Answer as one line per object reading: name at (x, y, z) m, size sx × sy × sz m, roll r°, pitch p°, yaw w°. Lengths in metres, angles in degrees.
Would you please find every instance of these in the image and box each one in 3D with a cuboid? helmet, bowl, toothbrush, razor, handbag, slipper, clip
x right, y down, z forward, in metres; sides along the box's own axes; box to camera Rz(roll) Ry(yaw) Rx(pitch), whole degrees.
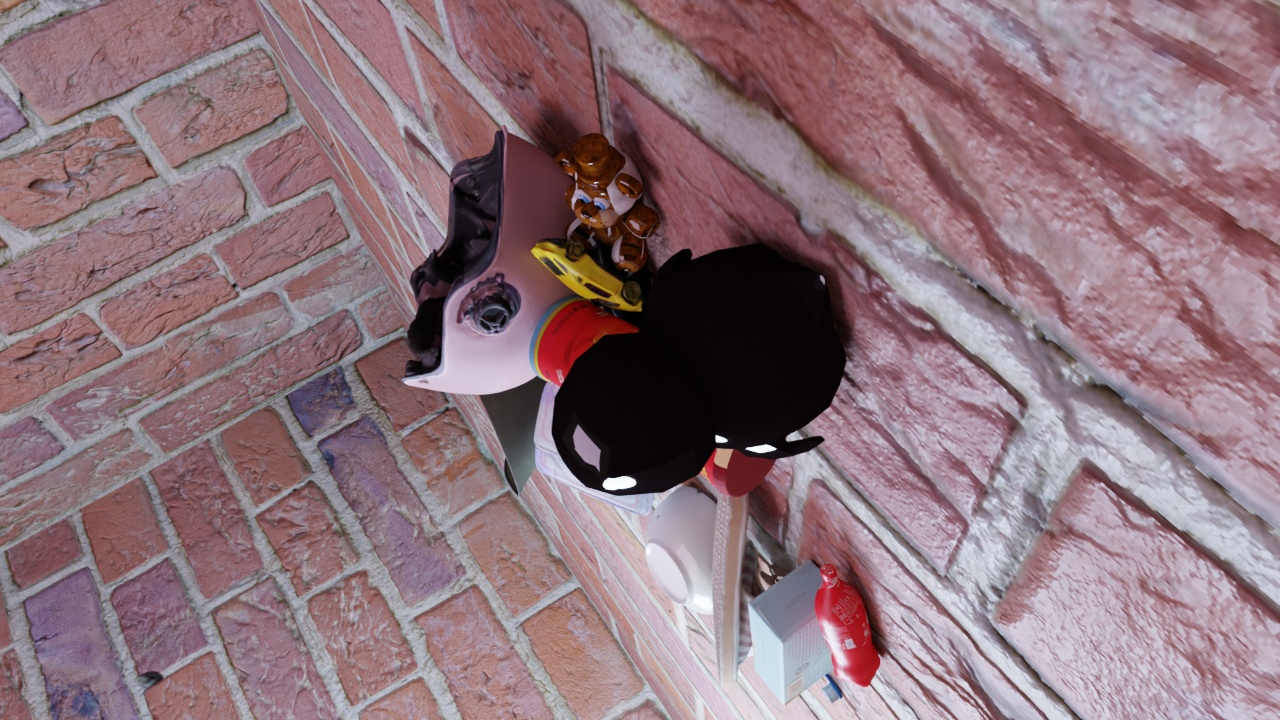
helmet at (-0.123, -0.082, 0.858) m, size 0.229 × 0.152 × 0.256 m, roll -108°, pitch 39°, yaw -59°
bowl at (0.057, 0.228, 1.059) m, size 0.153 × 0.072 × 0.154 m, roll 43°, pitch 148°, yaw 37°
toothbrush at (0.178, 0.315, 1.005) m, size 0.135 × 0.017 × 0.022 m, roll 57°, pitch 162°, yaw 6°
razor at (-0.004, -0.052, 0.818) m, size 0.064 × 0.052 × 0.141 m, roll 21°, pitch 140°, yaw 46°
handbag at (-0.043, 0.094, 1.039) m, size 0.159 × 0.069 × 0.127 m, roll 22°, pitch 128°, yaw 22°
slipper at (0.101, 0.218, 0.927) m, size 0.114 × 0.052 × 0.263 m, roll -89°, pitch -2°, yaw -58°
clip at (0.143, 0.226, 0.945) m, size 0.026 × 0.050 × 0.060 m, roll 58°, pitch -154°, yaw -2°
helmet at (-0.143, 0.033, 1.203) m, size 0.268 × 0.153 × 0.227 m, roll 41°, pitch 152°, yaw 59°

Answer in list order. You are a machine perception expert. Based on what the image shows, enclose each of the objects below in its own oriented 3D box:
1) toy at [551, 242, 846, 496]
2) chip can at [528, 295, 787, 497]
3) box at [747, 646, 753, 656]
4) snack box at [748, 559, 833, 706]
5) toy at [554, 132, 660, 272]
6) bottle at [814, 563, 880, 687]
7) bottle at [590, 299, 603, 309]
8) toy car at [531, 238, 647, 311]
toy at (0.030, 0.012, 0.582) m, size 0.159 × 0.183 × 0.140 m, roll 56°, pitch 164°, yaw 10°
chip can at (0.011, 0.023, 0.748) m, size 0.213 × 0.086 × 0.087 m, roll 29°, pitch 150°, yaw 32°
box at (0.094, 0.280, 1.160) m, size 0.197 × 0.044 × 0.136 m, roll 59°, pitch 165°, yaw 10°
snack box at (0.152, 0.268, 0.892) m, size 0.053 × 0.075 × 0.175 m, roll 48°, pitch 162°, yaw 35°
toy at (-0.028, -0.128, 0.724) m, size 0.087 × 0.067 × 0.113 m, roll 25°, pitch 164°, yaw 22°
bottle at (0.178, 0.230, 0.800) m, size 0.042 × 0.041 × 0.142 m, roll 36°, pitch 153°, yaw 54°
bottle at (-0.005, 0.005, 0.910) m, size 0.181 × 0.059 × 0.059 m, roll 46°, pitch 160°, yaw 38°
toy car at (-0.041, -0.068, 0.753) m, size 0.107 × 0.030 × 0.049 m, roll 32°, pitch 168°, yaw -24°
